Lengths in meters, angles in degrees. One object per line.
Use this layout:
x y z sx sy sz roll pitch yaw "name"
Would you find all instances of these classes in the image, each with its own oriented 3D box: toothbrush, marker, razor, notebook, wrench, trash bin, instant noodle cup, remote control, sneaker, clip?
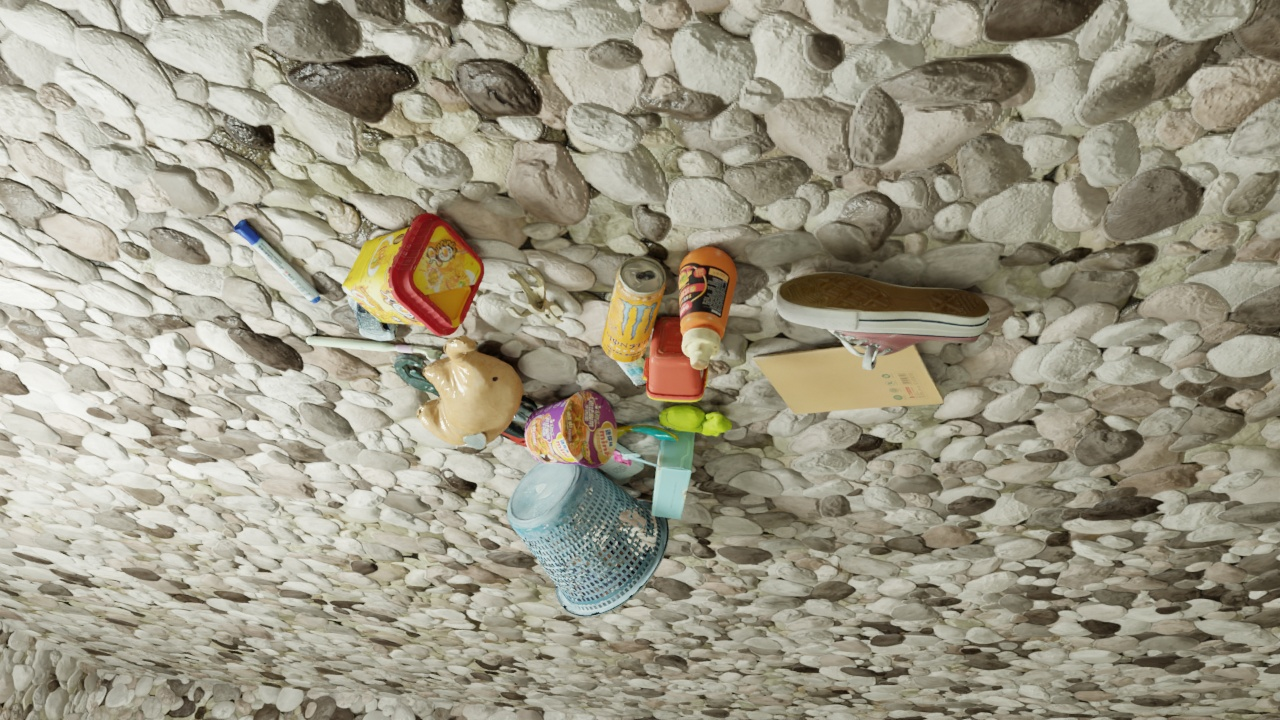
-0.369 -0.017 1.267 0.189 0.029 0.020 7 104 3 "toothbrush"
-0.446 -0.119 1.136 0.017 0.016 0.146 -8 143 22 "marker"
-0.001 0.109 1.357 0.133 0.028 0.043 -2 149 33 "razor"
0.269 0.025 1.187 0.208 0.008 0.148 -7 144 32 "notebook"
-0.258 0.067 1.369 0.056 0.016 0.273 -20 136 35 "wrench"
-0.098 0.262 1.472 0.227 0.225 0.195 -18 126 32 "trash bin"
-0.105 0.102 1.320 0.099 0.111 0.111 -10 143 40 "instant noodle cup"
-0.266 -0.096 1.061 0.124 0.115 0.116 -1 147 34 "instant noodle cup"
-0.060 0.141 1.430 0.058 0.021 0.150 -28 133 31 "remote control"
0.268 -0.039 1.038 0.241 0.118 0.088 5 126 -5 "sneaker"
-0.127 -0.082 1.121 0.035 0.095 0.102 -12 180 25 "clip"

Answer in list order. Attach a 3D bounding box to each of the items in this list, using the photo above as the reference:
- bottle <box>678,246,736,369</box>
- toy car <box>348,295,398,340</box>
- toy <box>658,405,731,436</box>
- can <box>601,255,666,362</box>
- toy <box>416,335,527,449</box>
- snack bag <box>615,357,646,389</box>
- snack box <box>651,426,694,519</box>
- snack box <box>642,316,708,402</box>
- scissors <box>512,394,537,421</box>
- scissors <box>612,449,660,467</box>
0.070 -0.054 1.009 0.067 0.149 0.067 6 146 4 "bottle"
-0.348 -0.057 1.194 0.049 0.031 0.106 6 147 4 "toy car"
0.075 0.086 1.315 0.100 0.031 0.097 19 152 -21 "toy"
-0.009 -0.059 1.099 0.058 0.058 0.146 11 146 -4 "can"
-0.228 0.036 1.262 0.143 0.082 0.227 3 138 -17 "toy"
-0.007 0.007 1.223 0.045 0.026 0.105 -18 140 19 "snack bag"
0.049 0.174 1.412 0.051 0.074 0.175 8 146 1 "snack box"
0.044 -0.003 1.145 0.082 0.091 0.080 2 139 7 "snack box"
-0.161 0.099 1.404 0.133 0.014 0.176 4 148 4 "scissors"
-0.018 0.145 1.361 0.136 0.017 0.108 13 160 37 "scissors"
